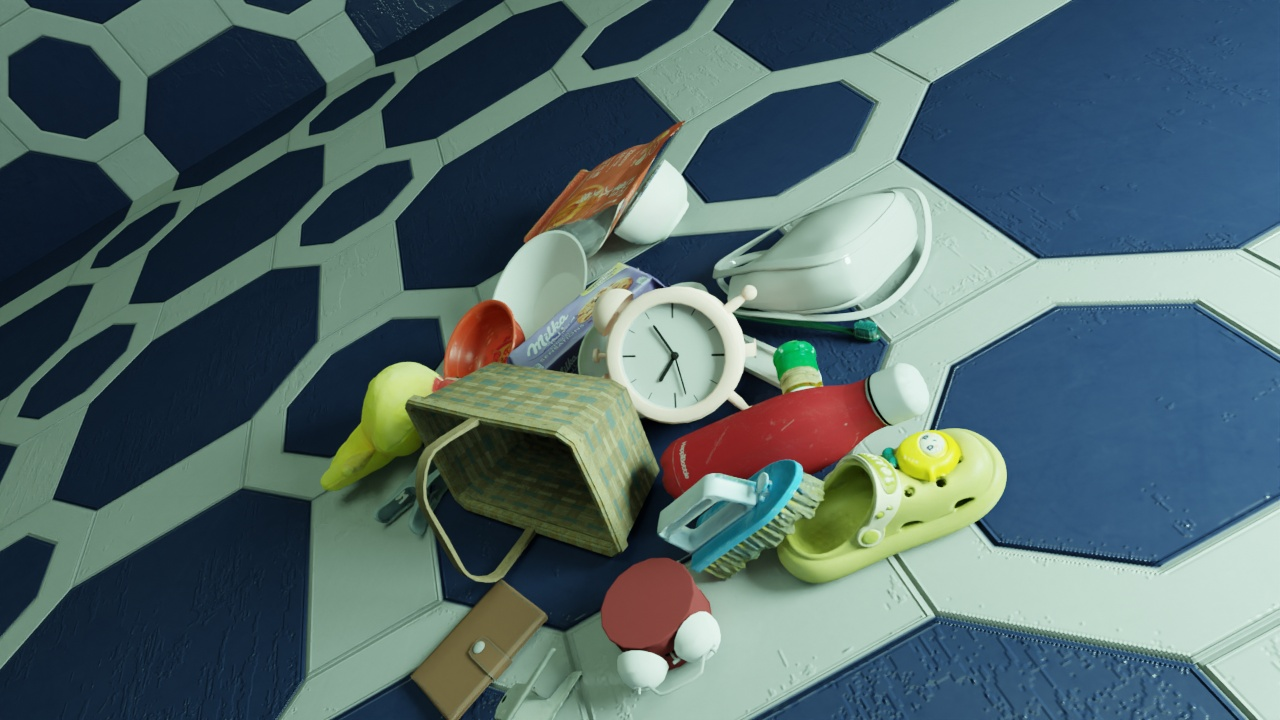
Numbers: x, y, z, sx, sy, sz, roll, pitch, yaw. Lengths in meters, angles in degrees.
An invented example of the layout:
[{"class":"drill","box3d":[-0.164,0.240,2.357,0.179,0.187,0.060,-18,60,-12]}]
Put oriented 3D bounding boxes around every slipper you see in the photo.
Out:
[{"class":"slipper","box3d":[0.186,0.101,0.722,0.191,0.081,0.091,-30,33,8]}]

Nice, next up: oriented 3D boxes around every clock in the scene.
[{"class":"clock","box3d":[0.034,-0.007,0.903,0.160,0.131,0.086,-1,6,6]},{"class":"clock","box3d":[0.016,0.214,0.743,0.087,0.044,0.124,-30,36,3]}]

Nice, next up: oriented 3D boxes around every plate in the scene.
[{"class":"plate","box3d":[-0.118,-0.076,1.154,0.174,0.036,0.173,-19,61,37]}]

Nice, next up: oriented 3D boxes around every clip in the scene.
[{"class":"clip","box3d":[-0.220,0.126,1.034,0.106,0.028,0.163,8,53,44]},{"class":"clip","box3d":[-0.094,0.290,0.756,0.057,0.054,0.101,30,61,12]}]

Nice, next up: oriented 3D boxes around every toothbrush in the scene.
[{"class":"toothbrush","box3d":[0.157,-0.043,0.947,0.190,0.017,0.016,12,49,37]}]

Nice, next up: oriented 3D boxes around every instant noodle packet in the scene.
[{"class":"instant noodle packet","box3d":[-0.039,-0.218,1.180,0.164,0.084,0.221,-56,15,-30]}]

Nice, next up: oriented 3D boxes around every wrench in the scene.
[{"class":"wrench","box3d":[0.098,-0.026,0.988,0.086,0.018,0.273,-43,39,-16]}]

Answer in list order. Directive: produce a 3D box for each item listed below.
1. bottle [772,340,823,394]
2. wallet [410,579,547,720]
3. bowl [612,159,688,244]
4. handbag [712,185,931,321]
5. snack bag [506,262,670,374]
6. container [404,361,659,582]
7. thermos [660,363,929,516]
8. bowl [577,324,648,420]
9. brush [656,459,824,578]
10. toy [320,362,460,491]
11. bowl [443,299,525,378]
[{"class":"bottle","box3d":[0.151,0.033,0.846,0.043,0.043,0.110,-20,47,16]},{"class":"wallet","box3d":[-0.149,0.261,0.836,0.120,0.013,0.087,-46,36,-19]},{"class":"bowl","box3d":[0.021,-0.196,1.185,0.113,0.063,0.113,-54,8,12]},{"class":"handbag","box3d":[0.178,-0.111,0.987,0.223,0.095,0.215,-2,32,48]},{"class":"snack bag","box3d":[-0.060,-0.026,1.039,0.205,0.058,0.096,-41,31,-7]},{"class":"container","box3d":[-0.126,0.109,0.882,0.250,0.158,0.185,7,39,41]},{"class":"thermos","box3d":[0.126,0.063,0.766,0.241,0.073,0.073,-27,33,34]},{"class":"bowl","box3d":[-0.006,0.006,0.969,0.118,0.118,0.062,-34,-5,-3]},{"class":"brush","box3d":[0.080,0.119,0.738,0.136,0.075,0.055,-45,22,39]},{"class":"toy","box3d":[-0.303,0.077,1.094,0.208,0.092,0.133,-49,16,12]},{"class":"bowl","box3d":[-0.183,-0.007,1.125,0.131,0.045,0.130,-19,61,37]}]
